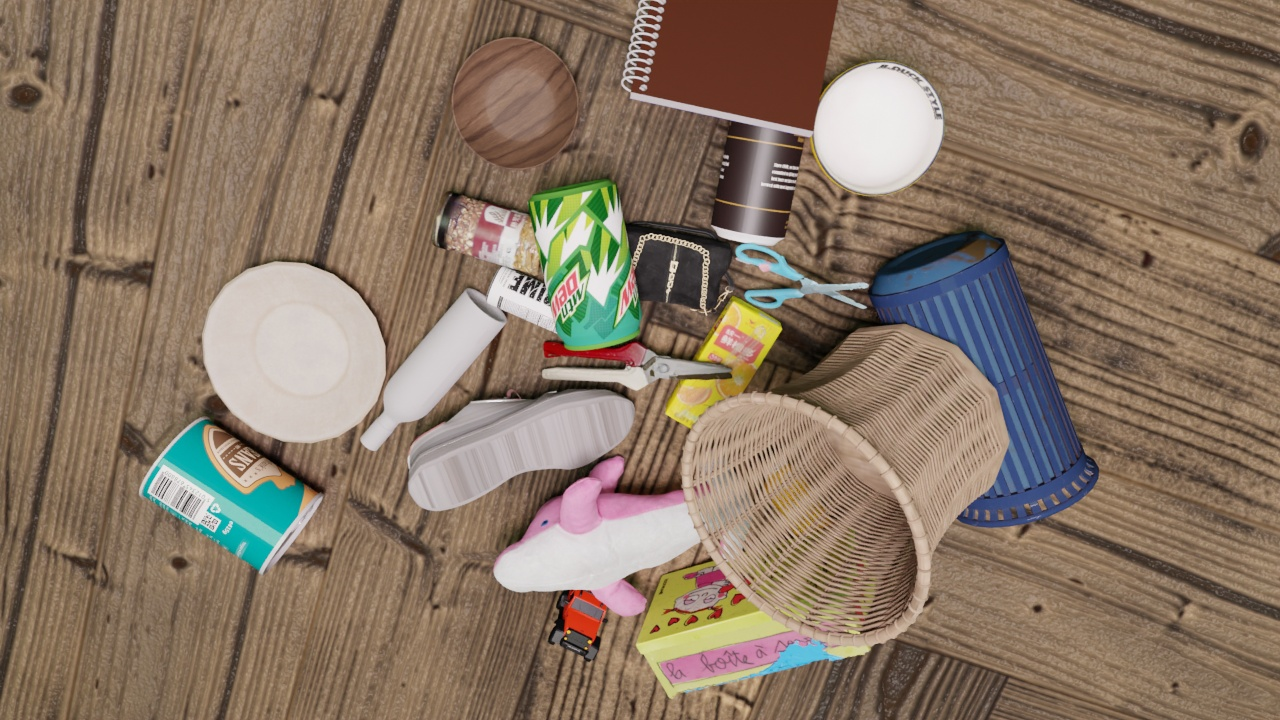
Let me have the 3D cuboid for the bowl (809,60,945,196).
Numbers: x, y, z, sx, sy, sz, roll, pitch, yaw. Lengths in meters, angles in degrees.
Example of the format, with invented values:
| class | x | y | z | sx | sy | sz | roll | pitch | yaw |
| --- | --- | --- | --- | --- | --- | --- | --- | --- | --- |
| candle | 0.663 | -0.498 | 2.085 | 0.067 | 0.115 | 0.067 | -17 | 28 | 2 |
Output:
| class | x | y | z | sx | sy | sz | roll | pitch | yaw |
| --- | --- | --- | --- | --- | --- | --- | --- | --- | --- |
| bowl | 0.212 | -0.212 | 0.842 | 0.117 | 0.067 | 0.117 | 1 | 104 | 3 |

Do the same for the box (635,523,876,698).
| class | x | y | z | sx | sy | sz | roll | pitch | yaw |
| --- | --- | --- | --- | --- | --- | --- | --- | --- | --- |
| box | 0.118 | 0.247 | 0.911 | 0.221 | 0.124 | 0.079 | -24 | 104 | 26 |

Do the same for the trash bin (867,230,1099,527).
| class | x | y | z | sx | sy | sz | roll | pitch | yaw |
| --- | --- | --- | --- | --- | --- | --- | --- | --- | --- |
| trash bin | 0.315 | 0.013 | 0.860 | 0.139 | 0.139 | 0.249 | -24 | 100 | 8 |

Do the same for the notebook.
| class | x | y | z | sx | sy | sz | roll | pitch | yaw |
| --- | --- | --- | --- | --- | --- | --- | --- | --- | --- |
| notebook | 0.086 | -0.315 | 0.808 | 0.171 | 0.022 | 0.209 | 12 | 82 | -1 |

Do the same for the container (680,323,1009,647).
| class | x | y | z | sx | sy | sz | roll | pitch | yaw |
| --- | --- | --- | --- | --- | --- | --- | --- | --- | --- |
| container | 0.182 | 0.091 | 0.785 | 0.227 | 0.195 | 0.227 | 25 | 129 | 34 |

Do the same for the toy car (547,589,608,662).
| class | x | y | z | sx | sy | sz | roll | pitch | yaw |
| --- | --- | --- | --- | --- | --- | --- | --- | --- | --- |
| toy car | -0.061 | 0.265 | 0.960 | 0.051 | 0.100 | 0.049 | 27 | 110 | -7 |

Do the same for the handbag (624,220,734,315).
| class | x | y | z | sx | sy | sz | roll | pitch | yaw |
| --- | --- | --- | --- | --- | --- | --- | --- | --- | --- |
| handbag | 0.030 | -0.088 | 0.897 | 0.128 | 0.054 | 0.079 | 9 | 115 | -2 |

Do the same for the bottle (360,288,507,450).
| class | x | y | z | sx | sy | sz | roll | pitch | yaw |
| --- | --- | --- | --- | --- | --- | --- | --- | --- | --- |
| bottle | -0.217 | 0.016 | 0.929 | 0.052 | 0.052 | 0.195 | 41 | 103 | -7 |

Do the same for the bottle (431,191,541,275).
| class | x | y | z | sx | sy | sz | roll | pitch | yaw |
| --- | --- | --- | --- | --- | --- | --- | --- | --- | --- |
| bottle | -0.142 | -0.123 | 0.888 | 0.105 | 0.056 | 0.056 | 16 | 104 | -2 |

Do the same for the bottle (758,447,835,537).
| class | x | y | z | sx | sy | sz | roll | pitch | yaw |
| --- | --- | --- | --- | --- | --- | --- | --- | --- | --- |
| bottle | 0.168 | 0.155 | 0.950 | 0.043 | 0.043 | 0.143 | -31 | 101 | 10 |

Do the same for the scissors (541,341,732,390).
| class | x | y | z | sx | sy | sz | roll | pitch | yaw |
| --- | --- | --- | --- | --- | --- | --- | --- | --- | --- |
| scissors | -0.008 | 0.000 | 0.910 | 0.189 | 0.015 | 0.140 | -30 | 91 | 22 |

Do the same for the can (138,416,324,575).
| class | x | y | z | sx | sy | sz | roll | pitch | yaw |
| --- | --- | --- | --- | --- | --- | --- | --- | --- | --- |
| can | -0.418 | 0.139 | 0.946 | 0.144 | 0.099 | 0.099 | 36 | 103 | -6 |

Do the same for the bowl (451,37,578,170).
| class | x | y | z | sx | sy | sz | roll | pitch | yaw |
| --- | --- | --- | --- | --- | --- | --- | --- | --- | --- |
| bowl | -0.116 | -0.242 | 0.869 | 0.119 | 0.032 | 0.119 | 1 | 104 | 3 |

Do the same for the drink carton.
| class | x | y | z | sx | sy | sz | roll | pitch | yaw |
| --- | --- | --- | --- | --- | --- | --- | --- | --- | --- |
| drink carton | 0.082 | 0.007 | 0.917 | 0.058 | 0.043 | 0.135 | 30 | 103 | -4 |

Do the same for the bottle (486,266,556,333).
| class | x | y | z | sx | sy | sz | roll | pitch | yaw |
| --- | --- | --- | --- | --- | --- | --- | --- | --- | --- |
| bottle | -0.093 | -0.053 | 0.911 | 0.116 | 0.041 | 0.041 | 24 | 104 | -3 |

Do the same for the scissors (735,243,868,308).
| class | x | y | z | sx | sy | sz | roll | pitch | yaw |
| --- | --- | --- | --- | --- | --- | --- | --- | --- | --- |
| scissors | 0.147 | -0.066 | 0.875 | 0.139 | 0.118 | 0.015 | 26 | 64 | -1 |

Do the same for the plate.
| class | x | y | z | sx | sy | sz | roll | pitch | yaw |
| --- | --- | --- | --- | --- | --- | --- | --- | --- | --- |
| plate | -0.352 | -0.009 | 0.942 | 0.189 | 0.027 | 0.189 | 1 | 104 | 3 |

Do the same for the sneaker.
| class | x | y | z | sx | sy | sz | roll | pitch | yaw |
| --- | --- | --- | --- | --- | --- | --- | --- | --- | --- |
| sneaker | -0.126 | 0.068 | 0.926 | 0.235 | 0.089 | 0.099 | -18 | 131 | -16 |

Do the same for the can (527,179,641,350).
| class | x | y | z | sx | sy | sz | roll | pitch | yaw |
| --- | --- | --- | --- | --- | --- | --- | --- | --- | --- |
| can | -0.049 | -0.088 | 0.845 | 0.083 | 0.083 | 0.144 | -10 | 104 | 5 |

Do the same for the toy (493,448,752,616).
| class | x | y | z | sx | sy | sz | roll | pitch | yaw |
| --- | --- | --- | --- | --- | --- | --- | --- | --- | --- |
| toy | -0.022 | 0.157 | 0.927 | 0.265 | 0.127 | 0.187 | -15 | 127 | 2 |

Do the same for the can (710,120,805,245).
| class | x | y | z | sx | sy | sz | roll | pitch | yaw |
| --- | --- | --- | --- | --- | --- | --- | --- | --- | --- |
| can | 0.110 | -0.176 | 0.854 | 0.072 | 0.071 | 0.129 | 10 | 104 | 0 |
